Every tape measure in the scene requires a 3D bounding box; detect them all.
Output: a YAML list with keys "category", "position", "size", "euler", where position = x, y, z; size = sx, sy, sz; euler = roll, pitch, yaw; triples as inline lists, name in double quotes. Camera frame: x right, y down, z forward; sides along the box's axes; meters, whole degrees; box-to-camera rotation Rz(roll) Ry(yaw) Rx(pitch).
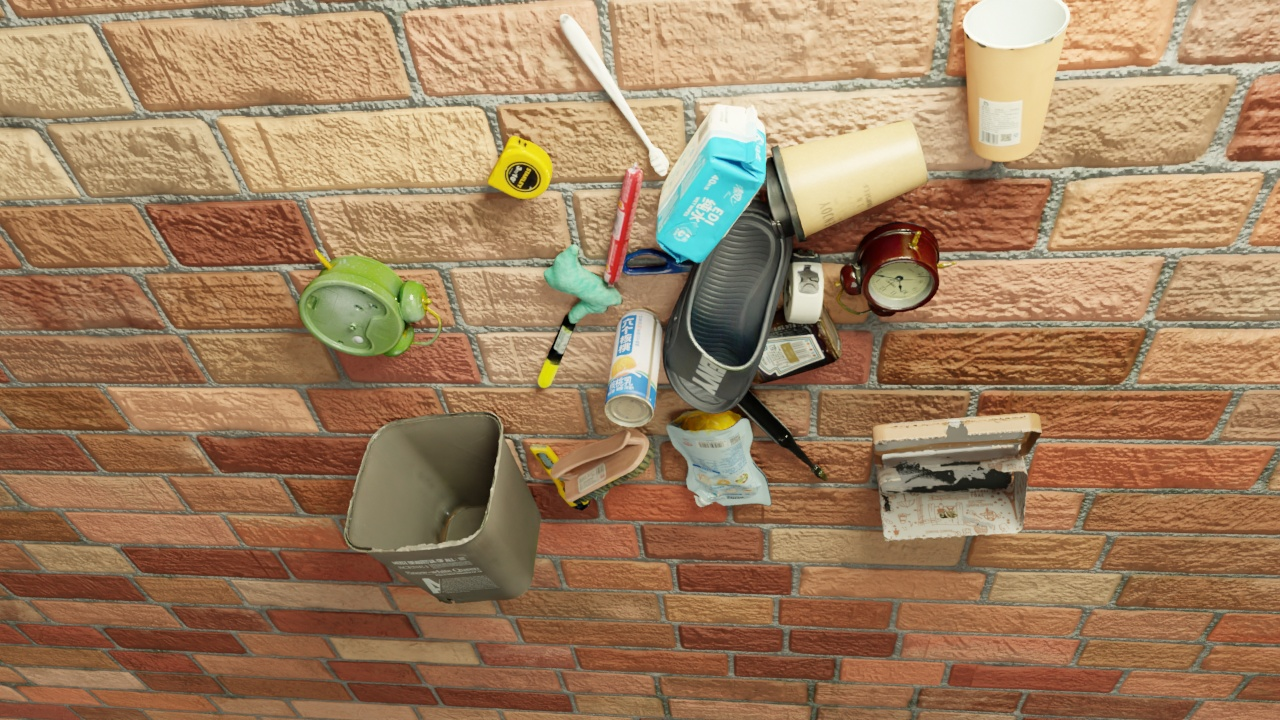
- category: "tape measure"
  position: [0.169, -0.072, 0.958]
  size: [0.033, 0.065, 0.066]
  euler: [2, 137, 1]
- category: "tape measure"
  position: [-0.115, -0.189, 0.902]
  size: [0.057, 0.028, 0.060]
  euler: [25, 134, -16]

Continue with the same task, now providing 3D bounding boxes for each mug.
- category: "mug"
  position: [0.309, -0.232, 0.768]
  size: [0.078, 0.078, 0.123]
  euler: [-5, 139, 13]

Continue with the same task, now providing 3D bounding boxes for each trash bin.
- category: "trash bin"
  position: [-0.246, 0.212, 1.232]
  size: [0.199, 0.198, 0.220]
  euler: [-6, 141, 14]

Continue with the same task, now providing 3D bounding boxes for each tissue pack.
- category: "tissue pack"
  position: [0.067, -0.164, 0.858]
  size: [0.063, 0.089, 0.140]
  euler: [22, 135, -16]

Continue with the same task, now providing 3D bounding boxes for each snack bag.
- category: "snack bag"
  position: [0.105, 0.137, 1.208]
  size: [0.110, 0.038, 0.191]
  euler: [-11, 136, 11]

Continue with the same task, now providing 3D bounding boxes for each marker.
- category: "marker"
  position: [-0.100, -0.012, 1.097]
  size: [0.018, 0.015, 0.124]
  euler: [17, 133, -11]

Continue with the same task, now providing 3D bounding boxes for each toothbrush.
- category: "toothbrush"
  position: [-0.022, -0.240, 0.843]
  size: [0.016, 0.016, 0.180]
  euler: [-21, 130, 24]
- category: "toothbrush"
  position: [0.178, 0.094, 1.160]
  size: [0.026, 0.027, 0.212]
  euler: [-48, 122, -2]

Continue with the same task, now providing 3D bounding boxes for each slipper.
- category: "slipper"
  position: [0.082, -0.039, 0.961]
  size: [0.111, 0.083, 0.269]
  euler: [20, 129, 6]

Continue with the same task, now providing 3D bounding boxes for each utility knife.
- category: "utility knife"
  position: [-0.112, 0.165, 1.282]
  size: [0.033, 0.015, 0.154]
  euler: [-15, 132, 18]

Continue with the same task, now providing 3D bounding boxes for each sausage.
- category: "sausage"
  position: [-0.019, -0.137, 0.945]
  size: [0.020, 0.020, 0.156]
  euler: [11, 133, -4]

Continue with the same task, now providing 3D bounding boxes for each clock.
- category: "clock"
  position: [0.254, -0.087, 0.938]
  size: [0.082, 0.055, 0.122]
  euler: [32, 133, -24]
- category: "clock"
  position: [-0.306, -0.058, 1.046]
  size: [0.161, 0.056, 0.116]
  euler: [23, 135, -16]

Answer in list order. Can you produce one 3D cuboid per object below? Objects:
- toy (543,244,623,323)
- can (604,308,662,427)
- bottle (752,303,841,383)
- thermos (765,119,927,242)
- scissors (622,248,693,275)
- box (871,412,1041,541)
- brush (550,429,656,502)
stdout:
- category: "toy"
  position: [-0.066, -0.078, 1.011]
  size: [0.092, 0.030, 0.097]
  euler: [32, 134, -21]
- category: "can"
  position: [-0.006, 0.006, 1.014]
  size: [0.053, 0.134, 0.053]
  euler: [4, 137, 3]
- category: "bottle"
  position: [0.126, -0.008, 1.048]
  size: [0.195, 0.043, 0.080]
  euler: [-17, 124, 25]
- category: "thermos"
  position: [0.184, -0.168, 0.844]
  size: [0.143, 0.092, 0.093]
  euler: [-16, 132, 13]
- category: "scissors"
  position: [0.062, -0.091, 0.992]
  size: [0.176, 0.012, 0.163]
  euler: [6, 135, 0]
- category: "box"
  position: [0.373, 0.123, 1.104]
  size: [0.178, 0.106, 0.272]
  euler: [-6, 147, 14]
- category: "brush"
  position: [-0.047, 0.133, 1.206]
  size: [0.146, 0.063, 0.073]
  euler: [-30, 136, 32]
